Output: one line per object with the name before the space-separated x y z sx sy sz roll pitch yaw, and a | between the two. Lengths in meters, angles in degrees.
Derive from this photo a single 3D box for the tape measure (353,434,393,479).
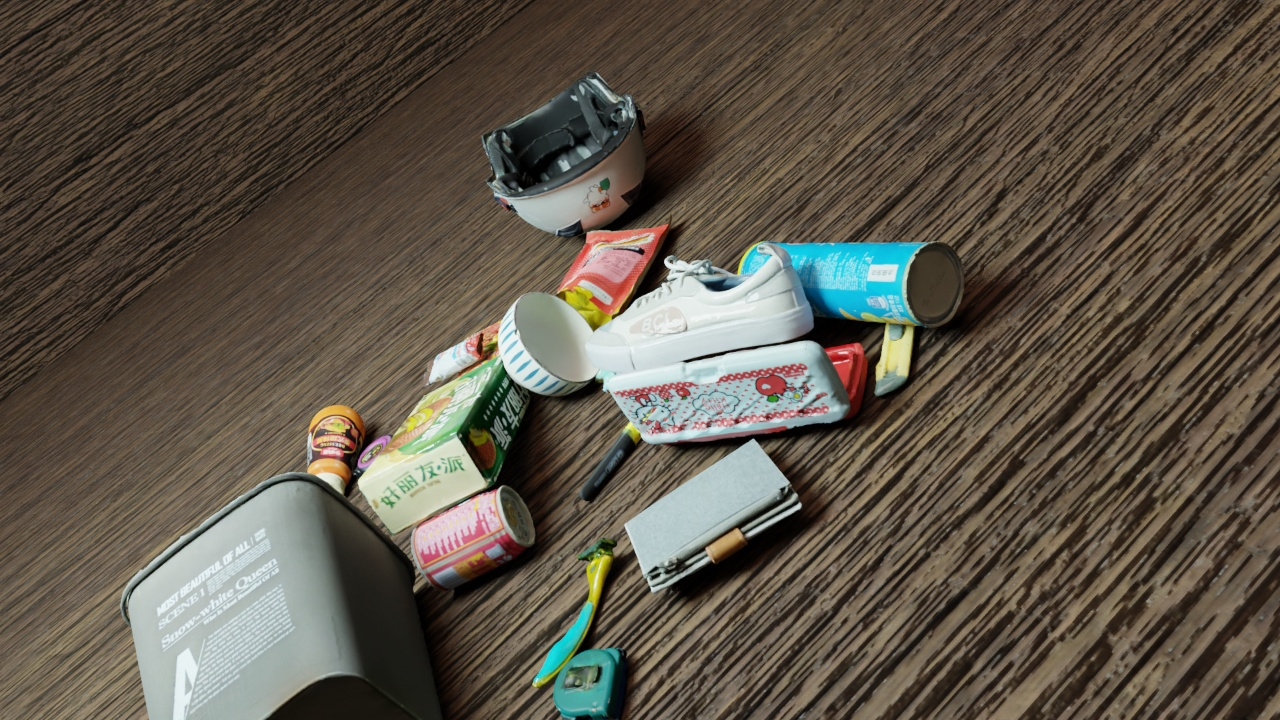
tape measure | -0.293 0.116 1.053 0.058 0.039 0.056 -16 35 36

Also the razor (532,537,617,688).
razor | -0.051 0.199 0.717 0.043 0.028 0.132 -39 18 43

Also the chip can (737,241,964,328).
chip can | 0.179 -0.071 0.814 0.071 0.071 0.210 -46 28 -20

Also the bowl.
bowl | -0.106 -0.009 0.985 0.066 0.116 0.116 -39 24 34

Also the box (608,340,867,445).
box | 0.082 0.012 0.783 0.201 0.100 0.094 -11 38 32

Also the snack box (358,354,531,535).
snack box | -0.188 0.076 0.927 0.114 0.063 0.239 -28 14 11

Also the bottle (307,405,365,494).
bottle | -0.371 0.121 1.104 0.067 0.067 0.149 -26 39 13

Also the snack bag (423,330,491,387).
snack bag | -0.216 -0.002 1.078 0.105 0.026 0.045 -27 42 28

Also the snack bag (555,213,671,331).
snack bag | -0.041 -0.109 1.108 0.129 0.073 0.207 -10 33 28

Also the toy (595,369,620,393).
toy | -0.006 0.005 0.946 0.092 0.030 0.096 -35 38 9

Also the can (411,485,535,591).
can | -0.150 0.159 0.828 0.094 0.066 0.066 -28 31 11

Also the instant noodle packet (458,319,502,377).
instant noodle packet | -0.175 0.000 1.098 0.111 0.044 0.128 -30 31 15

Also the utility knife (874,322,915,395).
utility knife | 0.225 -0.034 0.799 0.031 0.019 0.182 -9 34 28

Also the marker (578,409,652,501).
marker | -0.017 0.083 0.857 0.015 0.018 0.123 3 47 52

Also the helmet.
helmet | -0.089 -0.261 1.271 0.230 0.157 0.274 -33 41 -1

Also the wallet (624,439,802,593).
wallet | 0.055 0.124 0.715 0.130 0.037 0.106 -33 20 1

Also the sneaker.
sneaker | 0.038 -0.050 0.845 0.243 0.091 0.089 -11 12 37

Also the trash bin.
trash bin | -0.272 0.243 0.719 0.199 0.199 0.220 -38 37 -6

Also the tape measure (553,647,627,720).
tape measure | -0.037 0.234 0.658 0.055 0.025 0.058 -18 34 24
